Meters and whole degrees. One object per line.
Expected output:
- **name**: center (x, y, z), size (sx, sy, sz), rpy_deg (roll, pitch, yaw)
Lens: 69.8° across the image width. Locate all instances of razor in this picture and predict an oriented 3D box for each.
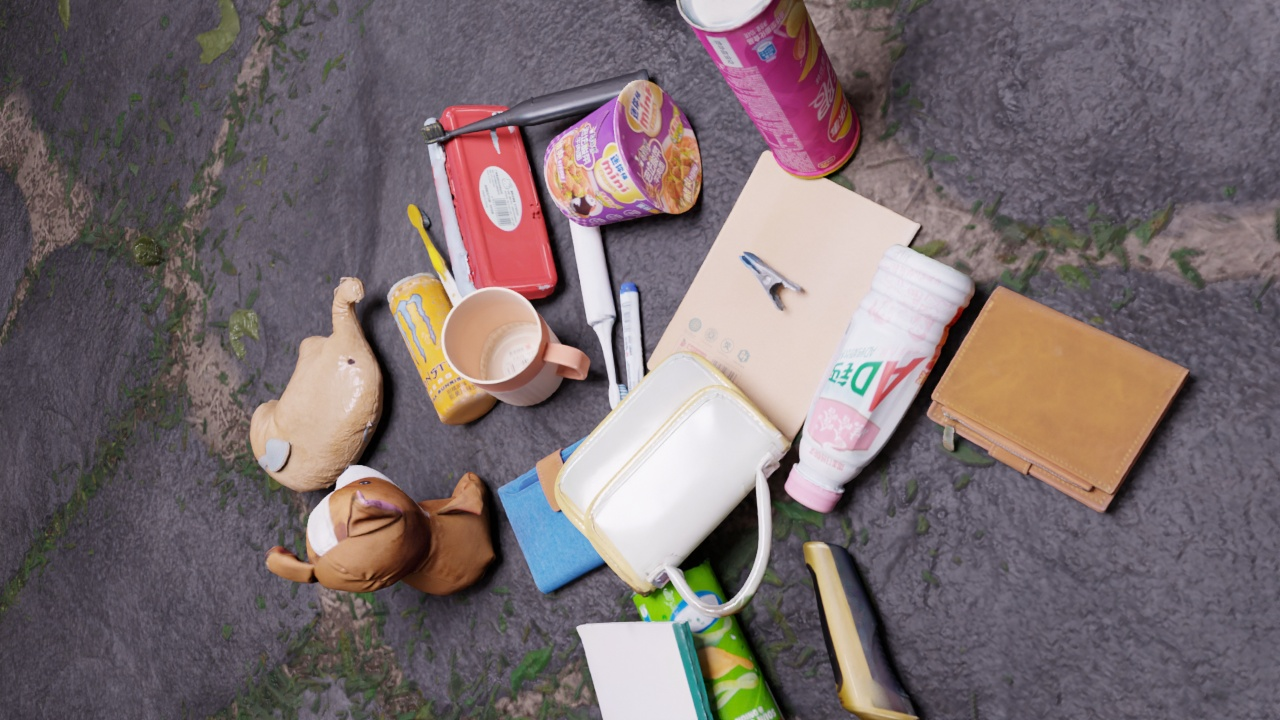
- **razor**: center (0.149, 0.210, 0.655), size (0.067, 0.062, 0.167), rpy_deg (-13, 70, -2)

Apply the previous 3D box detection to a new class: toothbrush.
- **toothbrush**: center (-0.191, -0.090, 0.900), size (0.016, 0.018, 0.191), rpy_deg (-49, 55, 25)
- **toothbrush**: center (-0.095, -0.224, 0.821), size (0.213, 0.027, 0.026), rpy_deg (-11, 51, 7)
- **toothbrush**: center (-0.038, -0.062, 0.813), size (0.027, 0.026, 0.221), rpy_deg (-28, 68, 52)

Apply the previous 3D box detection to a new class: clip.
- **clip**: center (0.101, -0.067, 0.721), size (0.056, 0.024, 0.028), rpy_deg (49, 112, 22)

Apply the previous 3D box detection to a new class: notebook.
- **notebook**: center (0.018, 0.301, 0.692), size (0.151, 0.012, 0.209), rpy_deg (-25, 78, 54)
- **notebook**: center (0.107, -0.047, 0.735), size (0.148, 0.008, 0.208), rpy_deg (34, 102, 29)

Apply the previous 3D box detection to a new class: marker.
- **marker**: center (-0.005, 0.005, 0.791), size (0.017, 0.016, 0.145), rpy_deg (-10, 79, 30)

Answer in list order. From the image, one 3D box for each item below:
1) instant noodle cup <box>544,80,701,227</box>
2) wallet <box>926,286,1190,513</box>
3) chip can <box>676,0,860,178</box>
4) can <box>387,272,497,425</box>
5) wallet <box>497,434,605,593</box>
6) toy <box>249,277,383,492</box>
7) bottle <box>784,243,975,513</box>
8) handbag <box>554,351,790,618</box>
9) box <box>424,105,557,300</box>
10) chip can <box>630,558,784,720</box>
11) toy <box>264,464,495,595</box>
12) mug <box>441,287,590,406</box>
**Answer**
- **instant noodle cup**: center (-0.020, -0.164, 0.772), size (0.099, 0.111, 0.111), rpy_deg (-14, 77, 37)
- **wallet**: center (0.269, 0.029, 0.613), size (0.131, 0.035, 0.119), rpy_deg (33, 101, 31)
- **chip can**: center (0.096, -0.203, 0.637), size (0.071, 0.210, 0.071), rpy_deg (-7, 73, 23)
- **can**: center (-0.191, -0.011, 0.880), size (0.058, 0.058, 0.146), rpy_deg (-39, 67, 21)
- **wallet**: center (-0.054, 0.129, 0.796), size (0.133, 0.040, 0.106), rpy_deg (-32, 74, 24)
- **toy**: center (-0.316, 0.029, 0.939), size (0.143, 0.082, 0.226), rpy_deg (37, 101, 20)
- **bottle**: center (0.164, 0.017, 0.662), size (0.068, 0.068, 0.197), rpy_deg (33, 105, 30)
- **handbag**: center (0.037, 0.097, 0.683), size (0.163, 0.063, 0.179), rpy_deg (-46, 54, 0)
- **box**: center (-0.152, -0.135, 0.873), size (0.100, 0.095, 0.201), rpy_deg (-46, 56, 60)
- **chip can**: center (0.071, 0.269, 0.684), size (0.072, 0.072, 0.236), rpy_deg (-35, 67, 23)
- **toy**: center (-0.214, 0.144, 0.795), size (0.140, 0.199, 0.130), rpy_deg (-42, 69, 19)
- **mug**: center (-0.099, -0.006, 0.791), size (0.114, 0.106, 0.081), rpy_deg (10, 78, 11)
